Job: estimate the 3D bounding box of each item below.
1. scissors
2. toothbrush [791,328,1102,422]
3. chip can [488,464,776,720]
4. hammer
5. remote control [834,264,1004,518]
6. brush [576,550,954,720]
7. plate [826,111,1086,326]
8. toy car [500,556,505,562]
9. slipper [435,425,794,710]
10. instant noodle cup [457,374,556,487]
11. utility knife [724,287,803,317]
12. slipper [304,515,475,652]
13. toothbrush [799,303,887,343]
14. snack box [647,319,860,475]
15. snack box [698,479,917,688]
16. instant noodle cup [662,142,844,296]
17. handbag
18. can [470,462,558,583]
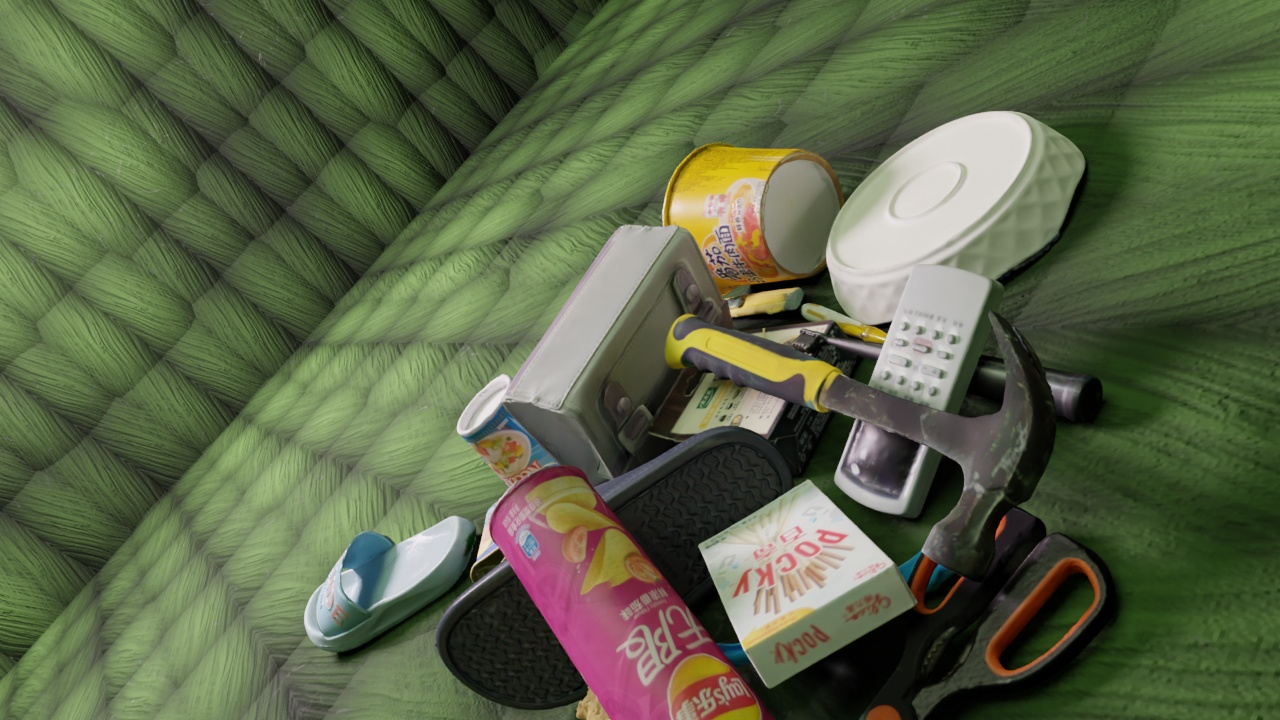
[{"bbox_3d":[0.121,0.161,0.447,0.235,0.021,0.141,-36,36,12],"label":"scissors"},{"bbox_3d":[0.175,0.002,0.569,0.027,0.026,0.213,-47,34,-20],"label":"toothbrush"},{"bbox_3d":[-0.005,0.150,0.500,0.071,0.071,0.210,-45,54,1],"label":"chip can"},{"bbox_3d":[0.108,0.013,0.562,0.126,0.032,0.323,-62,30,-2],"label":"hammer"},{"bbox_3d":[0.162,0.017,0.542,0.058,0.021,0.150,24,95,52],"label":"remote control"},{"bbox_3d":[0.065,0.167,0.526,0.255,0.046,0.083,-32,23,19],"label":"brush"},{"bbox_3d":[0.227,-0.115,0.700,0.205,0.045,0.204,-37,24,20],"label":"plate"},{"bbox_3d":[-0.085,0.180,0.701,0.155,0.071,0.041,-51,20,-8],"label":"toy car"},{"bbox_3d":[-0.015,0.138,0.634,0.268,0.110,0.083,-37,8,5],"label":"slipper"},{"bbox_3d":[-0.110,0.074,0.860,0.099,0.110,0.099,-37,25,20],"label":"instant noodle cup"},{"bbox_3d":[0.088,-0.048,0.855,0.030,0.022,0.211,-48,14,-20],"label":"utility knife"},{"bbox_3d":[-0.266,0.218,0.928,0.246,0.074,0.103,-30,29,27],"label":"slipper"},{"bbox_3d":[0.164,-0.020,0.680,0.018,0.016,0.191,-4,15,-20],"label":"toothbrush"},{"bbox_3d":[0.085,0.026,0.691,0.126,0.053,0.113,-7,44,54],"label":"snack box"},{"bbox_3d":[0.085,0.117,0.514,0.084,0.027,0.157,-30,9,0],"label":"snack box"},{"bbox_3d":[0.107,-0.128,0.819,0.110,0.138,0.137,10,58,51],"label":"instant noodle cup"},{"bbox_3d":[-0.005,0.005,0.765,0.099,0.145,0.196,11,58,37],"label":"handbag"},{"bbox_3d":[-0.091,0.146,0.782,0.102,0.057,0.083,-37,23,17],"label":"can"}]
